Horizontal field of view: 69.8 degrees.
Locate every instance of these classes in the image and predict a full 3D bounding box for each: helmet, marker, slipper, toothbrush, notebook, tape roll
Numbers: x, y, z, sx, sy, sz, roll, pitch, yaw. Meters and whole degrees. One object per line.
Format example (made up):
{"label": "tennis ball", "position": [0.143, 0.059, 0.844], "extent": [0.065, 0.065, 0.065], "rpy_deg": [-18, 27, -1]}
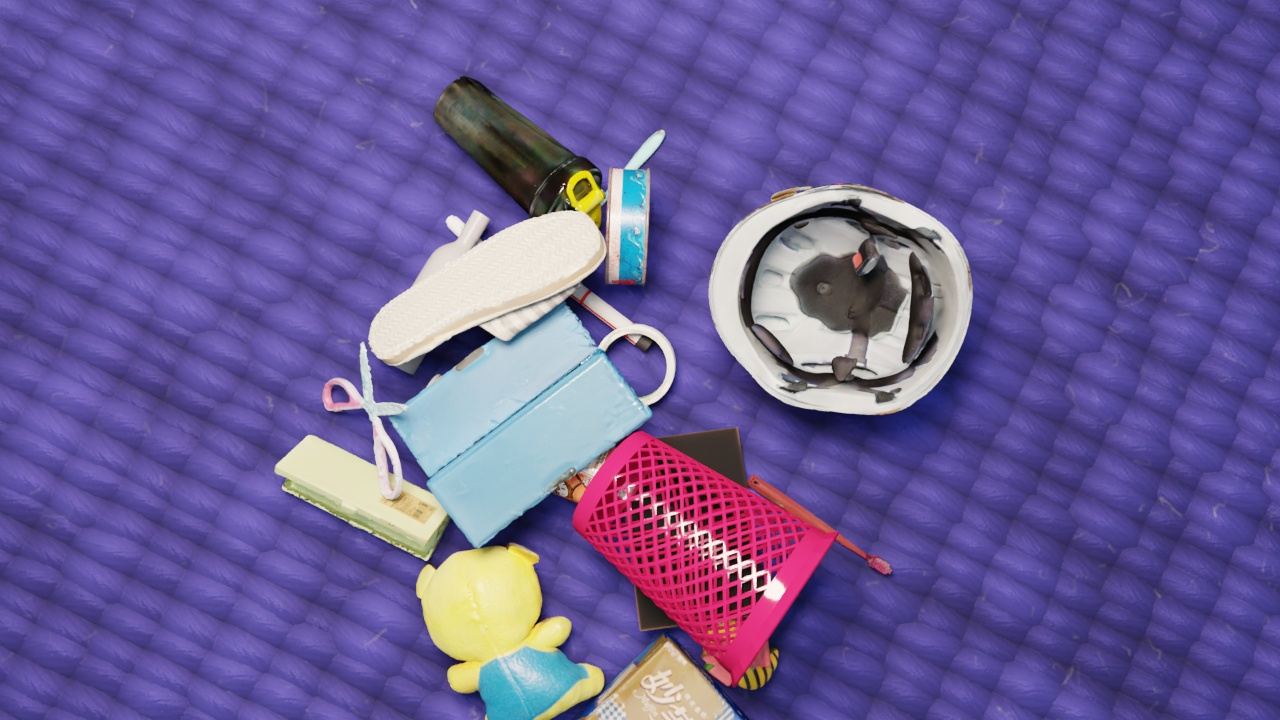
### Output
{"label": "helmet", "position": [0.211, -0.069, 0.994], "extent": [0.264, 0.163, 0.237], "rpy_deg": [12, 99, 8]}
{"label": "marker", "position": [-0.177, -0.119, 1.065], "extent": [0.133, 0.017, 0.020], "rpy_deg": [44, 65, 3]}
{"label": "slipper", "position": [-0.162, -0.071, 0.971], "extent": [0.273, 0.054, 0.114], "rpy_deg": [-24, 56, 5]}
{"label": "toothbrush", "position": [0.204, 0.187, 1.042], "extent": [0.190, 0.016, 0.016], "rpy_deg": [34, 85, 2]}
{"label": "marker", "position": [-0.047, -0.061, 1.061], "extent": [0.145, 0.019, 0.019], "rpy_deg": [37, 85, 3]}
{"label": "notebook", "position": [0.056, 0.186, 1.028], "extent": [0.141, 0.008, 0.209], "rpy_deg": [-7, 75, -2]}
{"label": "tape roll", "position": [-0.006, 0.006, 1.044], "extent": [0.094, 0.018, 0.094], "rpy_deg": [1, 99, 8]}
{"label": "toothbrush", "position": [-0.031, -0.204, 1.079], "extent": [0.016, 0.016, 0.180], "rpy_deg": [40, 84, 4]}

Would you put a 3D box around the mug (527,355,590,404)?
{"label": "mug", "position": [-0.098, 0.011, 1.018], "extent": [0.088, 0.078, 0.113], "rpy_deg": [-39, 67, -5]}

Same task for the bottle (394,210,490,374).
{"label": "bottle", "position": [-0.229, -0.081, 1.038], "extent": [0.052, 0.052, 0.195], "rpy_deg": [31, 88, 2]}

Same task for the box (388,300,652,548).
{"label": "box", "position": [-0.129, 0.060, 0.959], "extent": [0.231, 0.047, 0.177], "rpy_deg": [-38, 86, -1]}

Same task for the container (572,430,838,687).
{"label": "container", "position": [0.057, 0.186, 0.942], "extent": [0.226, 0.183, 0.183], "rpy_deg": [34, 84, 16]}

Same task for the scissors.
{"label": "scissors", "position": [-0.296, 0.066, 0.995], "extent": [0.171, 0.013, 0.172], "rpy_deg": [-4, 96, 43]}

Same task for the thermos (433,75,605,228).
{"label": "thermos", "position": [-0.133, -0.228, 1.033], "extent": [0.221, 0.098, 0.098], "rpy_deg": [43, 85, 12]}

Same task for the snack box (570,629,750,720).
{"label": "snack box", "position": [0.043, 0.423, 0.990], "extent": [0.155, 0.069, 0.202], "rpy_deg": [-43, 86, -5]}

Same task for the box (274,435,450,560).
{"label": "box", "position": [-0.303, 0.149, 1.021], "extent": [0.188, 0.091, 0.077], "rpy_deg": [24, 64, 4]}

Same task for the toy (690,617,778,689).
{"label": "toy", "position": [0.107, 0.319, 1.016], "extent": [0.103, 0.046, 0.084], "rpy_deg": [44, 64, 1]}

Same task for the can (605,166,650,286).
{"label": "can", "position": [-0.014, -0.147, 1.015], "extent": [0.044, 0.130, 0.130], "rpy_deg": [2, 84, -1]}

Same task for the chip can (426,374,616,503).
{"label": "chip can", "position": [-0.139, 0.090, 1.017], "extent": [0.215, 0.075, 0.075], "rpy_deg": [22, 84, 1]}

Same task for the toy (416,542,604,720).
{"label": "toy", "position": [-0.148, 0.299, 0.993], "extent": [0.149, 0.084, 0.214], "rpy_deg": [-27, 88, -5]}
